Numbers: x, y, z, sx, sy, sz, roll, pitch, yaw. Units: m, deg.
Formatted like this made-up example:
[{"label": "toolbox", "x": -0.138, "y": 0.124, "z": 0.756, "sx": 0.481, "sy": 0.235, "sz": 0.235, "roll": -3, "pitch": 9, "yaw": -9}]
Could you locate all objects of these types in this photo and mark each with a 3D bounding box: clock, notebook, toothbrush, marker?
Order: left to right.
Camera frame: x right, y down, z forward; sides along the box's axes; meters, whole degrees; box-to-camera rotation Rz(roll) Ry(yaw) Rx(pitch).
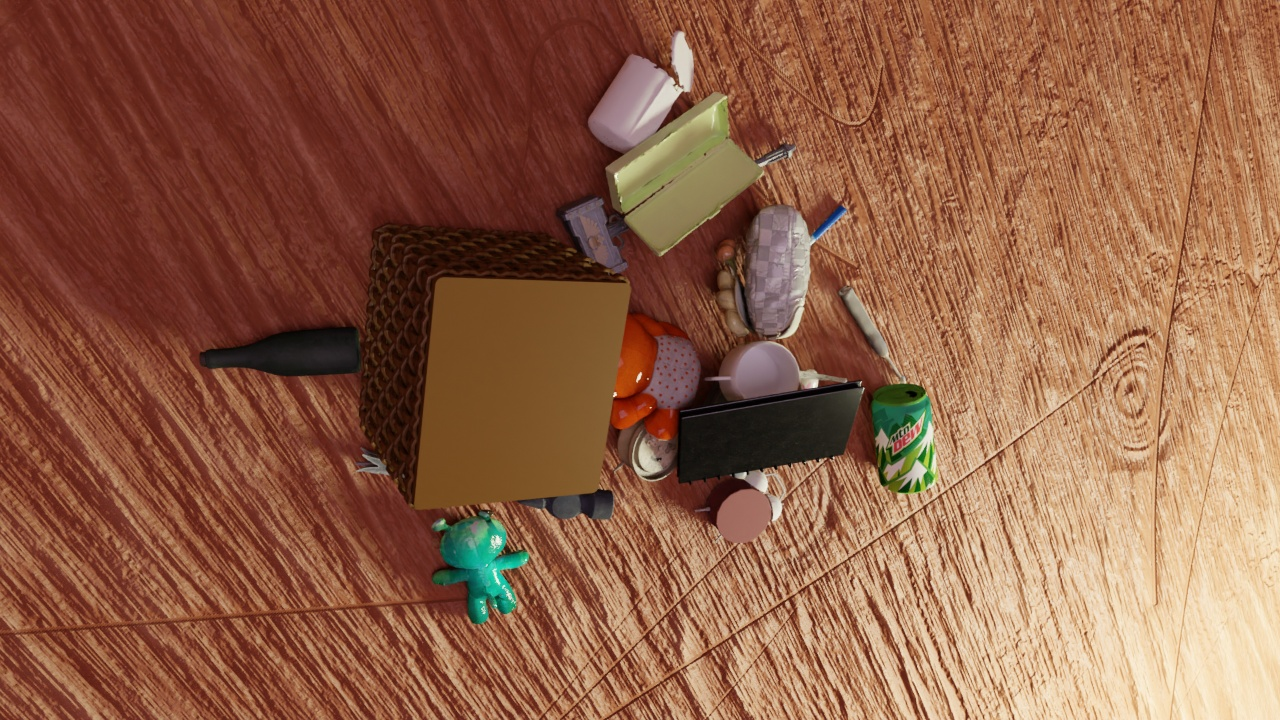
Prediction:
[{"label": "clock", "x": 0.018, "y": 0.091, "z": 1.223, "sx": 0.092, "sy": 0.055, "sz": 0.141, "roll": 17, "pitch": 95, "yaw": -42}, {"label": "clock", "x": 0.148, "y": 0.208, "z": 1.307, "sx": 0.124, "sy": 0.044, "sz": 0.087, "roll": -34, "pitch": 113, "yaw": -5}, {"label": "notebook", "x": 0.163, "y": 0.097, "z": 1.188, "sx": 0.231, "sy": 0.019, "sz": 0.169, "roll": -9, "pitch": 143, "yaw": -6}, {"label": "toothbrush", "x": 0.216, "y": 0.018, "z": 1.199, "sx": 0.010, "sy": 0.182, "sz": 0.010, "roll": 20, "pitch": 86, "yaw": -20}, {"label": "marker", "x": 0.224, "y": -0.157, "z": 1.239, "sx": 0.142, "sy": 0.013, "sz": 0.013, "roll": -44, "pitch": 113, "yaw": -1}, {"label": "toothbrush", "x": 0.335, "y": -0.031, "z": 1.306, "sx": 0.022, "sy": 0.024, "sz": 0.185, "roll": -23, "pitch": 118, "yaw": 33}]

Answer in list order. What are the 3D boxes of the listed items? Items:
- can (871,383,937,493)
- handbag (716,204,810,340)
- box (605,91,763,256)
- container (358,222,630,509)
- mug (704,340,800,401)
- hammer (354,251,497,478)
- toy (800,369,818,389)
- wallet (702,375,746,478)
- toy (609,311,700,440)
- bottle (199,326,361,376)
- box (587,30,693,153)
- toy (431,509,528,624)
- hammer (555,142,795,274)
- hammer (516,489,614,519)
[{"label": "can", "x": 0.382, "y": 0.113, "z": 1.330, "sx": 0.083, "sy": 0.083, "sz": 0.144, "roll": -16, "pitch": 110, "yaw": -12}, {"label": "handbag", "x": 0.156, "y": -0.114, "z": 1.181, "sx": 0.123, "sy": 0.112, "sz": 0.171, "roll": 5, "pitch": 94, "yaw": 16}, {"label": "box", "x": 0.050, "y": -0.227, "z": 1.111, "sx": 0.187, "sy": 0.061, "sz": 0.133, "roll": -41, "pitch": 110, "yaw": -19}, {"label": "container", "x": -0.170, "y": -0.001, "z": 1.022, "sx": 0.219, "sy": 0.214, "sz": 0.252, "roll": -1, "pitch": 110, "yaw": -31}, {"label": "mug", "x": 0.143, "y": 0.022, "z": 1.190, "sx": 0.115, "sy": 0.068, "sz": 0.094, "roll": -2, "pitch": 89, "yaw": -14}, {"label": "hammer", "x": -0.231, "y": 0.008, "z": 1.141, "sx": 0.147, "sy": 0.028, "sz": 0.317, "roll": 18, "pitch": 101, "yaw": -27}, {"label": "toy", "x": 0.242, "y": 0.068, "z": 1.295, "sx": 0.076, "sy": 0.037, "sz": 0.125, "roll": -52, "pitch": 136, "yaw": -9}, {"label": "wallet", "x": 0.126, "y": 0.089, "z": 1.262, "sx": 0.100, "sy": 0.054, "sz": 0.132, "roll": 26, "pitch": 98, "yaw": -11}, {"label": "toy", "x": -0.007, "y": 0.007, "z": 1.143, "sx": 0.172, "sy": 0.093, "sz": 0.163, "roll": 23, "pitch": 67, "yaw": -36}, {"label": "bottle", "x": -0.416, "y": -0.007, "z": 1.064, "sx": 0.174, "sy": 0.055, "sz": 0.055, "roll": -4, "pitch": 107, "yaw": -15}, {"label": "box", "x": 0.012, "y": -0.320, "z": 1.086, "sx": 0.081, "sy": 0.092, "sz": 0.160, "roll": 27, "pitch": 96, "yaw": -53}, {"label": "toy", "x": -0.211, "y": 0.270, "z": 1.206, "sx": 0.130, "sy": 0.072, "sz": 0.193, "roll": -17, "pitch": 119, "yaw": -12}, {"label": "hammer", "x": 0.058, "y": -0.208, "z": 1.160, "sx": 0.321, "sy": 0.044, "sz": 0.098, "roll": -26, "pitch": 112, "yaw": -11}, {"label": "hammer", "x": -0.079, "y": 0.055, "z": 1.198, "sx": 0.129, "sy": 0.040, "sz": 0.322, "roll": 6, "pitch": 103, "yaw": -15}]
